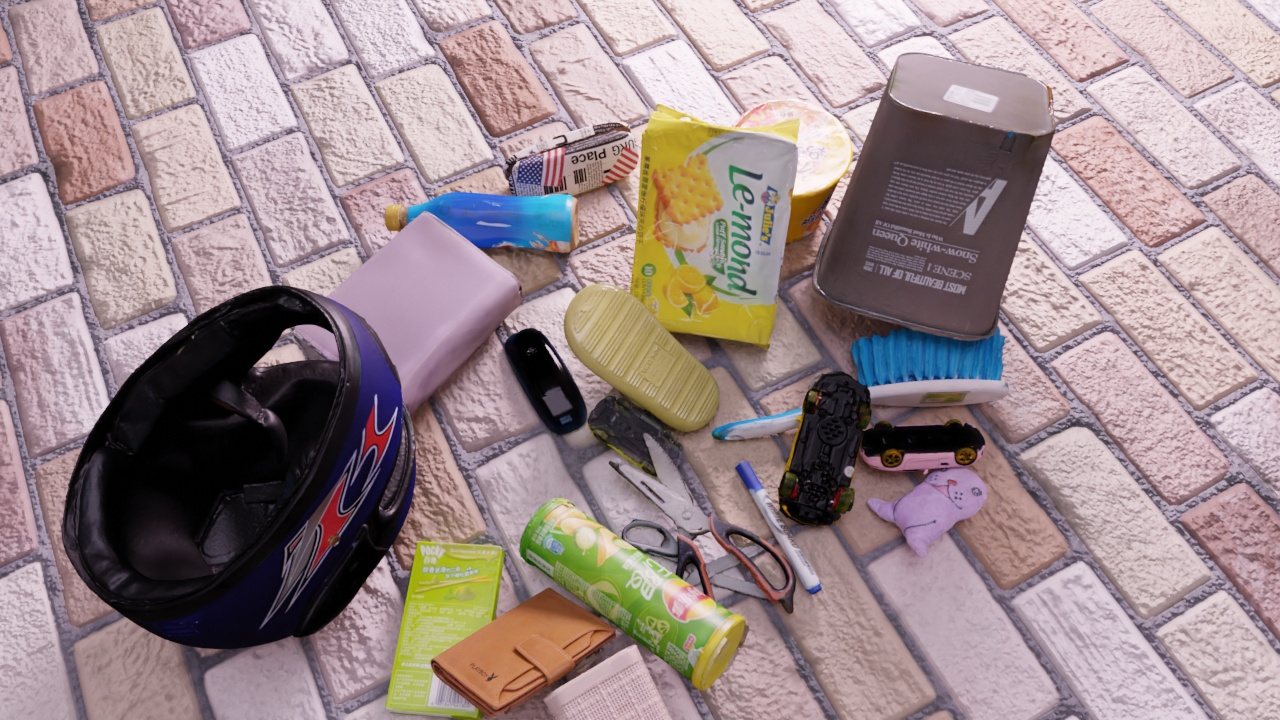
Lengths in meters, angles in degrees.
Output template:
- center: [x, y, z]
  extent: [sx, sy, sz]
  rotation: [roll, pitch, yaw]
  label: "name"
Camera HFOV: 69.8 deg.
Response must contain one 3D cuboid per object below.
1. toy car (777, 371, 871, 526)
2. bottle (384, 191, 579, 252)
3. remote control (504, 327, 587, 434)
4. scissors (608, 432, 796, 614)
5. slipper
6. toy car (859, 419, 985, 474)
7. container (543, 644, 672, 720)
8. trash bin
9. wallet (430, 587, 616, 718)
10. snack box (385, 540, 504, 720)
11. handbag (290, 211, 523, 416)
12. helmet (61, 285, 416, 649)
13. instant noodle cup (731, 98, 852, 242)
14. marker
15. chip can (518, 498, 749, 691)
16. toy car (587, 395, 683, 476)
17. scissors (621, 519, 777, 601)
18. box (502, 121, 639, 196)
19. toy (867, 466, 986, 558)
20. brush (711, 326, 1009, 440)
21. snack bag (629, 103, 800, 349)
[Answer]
- center: [0.184, 0.088, 0.908]
  extent: [0.071, 0.041, 0.155]
  rotation: [16, 82, 2]
  label: "toy car"
- center: [-0.181, -0.160, 1.048]
  extent: [0.219, 0.065, 0.065]
  rotation: [3, 62, 2]
  label: "bottle"
- center: [-0.102, 0.017, 0.977]
  extent: [0.053, 0.024, 0.136]
  rotation: [-27, 65, -12]
  label: "remote control"
- center: [0.056, 0.172, 0.882]
  extent: [0.189, 0.015, 0.221]
  rotation: [6, 65, -1]
  label: "scissors"
- center: [-0.006, 0.006, 0.954]
  extent: [0.190, 0.082, 0.091]
  rotation: [40, 64, -9]
  label: "slipper"
- center: [0.282, 0.088, 0.921]
  extent: [0.122, 0.037, 0.056]
  rotation: [-3, 35, 4]
  label: "toy car"
- center: [-0.016, 0.319, 0.782]
  extent: [0.090, 0.090, 0.111]
  rotation: [-27, 68, -13]
  label: "container"
- center: [0.301, -0.171, 0.932]
  extent: [0.199, 0.220, 0.198]
  rotation: [16, 41, 9]
  label: "trash bin"
- center: [-0.101, 0.253, 0.800]
  extent: [0.131, 0.031, 0.108]
  rotation: [-24, 25, -36]
  label: "wallet"
- center: [-0.179, 0.249, 0.854]
  extent: [0.086, 0.026, 0.156]
  rotation: [3, 62, 2]
  label: "snack box"
- center: [-0.239, -0.041, 0.968]
  extent: [0.145, 0.099, 0.196]
  rotation: [33, 66, 19]
  label: "handbag"
- center: [-0.314, 0.097, 0.804]
  extent: [0.247, 0.240, 0.315]
  rotation: [41, 90, 18]
  label: "helmet"
- center: [0.163, -0.208, 1.044]
  extent: [0.138, 0.110, 0.137]
  rotation: [-1, 62, 1]
  label: "instant noodle cup"
- center: [0.134, 0.162, 0.898]
  extent: [0.017, 0.017, 0.145]
  rotation: [-23, 62, -11]
  label: "marker"
- center: [-0.012, 0.205, 0.831]
  extent: [0.221, 0.073, 0.072]
  rotation: [29, 66, 26]
  label: "chip can"
- center: [-0.006, 0.080, 0.939]
  extent: [0.105, 0.032, 0.048]
  rotation: [34, 68, 4]
  label: "toy car"
- center: [0.056, 0.207, 0.881]
  extent: [0.181, 0.014, 0.159]
  rotation: [30, 66, 14]
  label: "scissors"
- center: [-0.078, -0.229, 1.084]
  extent: [0.163, 0.075, 0.081]
  rotation: [-17, 73, -11]
  label: "box"
- center: [0.288, 0.140, 0.900]
  extent: [0.108, 0.039, 0.084]
  rotation: [-31, 45, -13]
  label: "toy"
- center: [0.229, 0.026, 0.956]
  extent: [0.314, 0.061, 0.109]
  rotation: [-2, 66, 3]
  label: "brush"
- center: [0.074, -0.135, 0.961]
  extent: [0.158, 0.247, 0.068]
  rotation: [8, 22, 7]
  label: "snack bag"
